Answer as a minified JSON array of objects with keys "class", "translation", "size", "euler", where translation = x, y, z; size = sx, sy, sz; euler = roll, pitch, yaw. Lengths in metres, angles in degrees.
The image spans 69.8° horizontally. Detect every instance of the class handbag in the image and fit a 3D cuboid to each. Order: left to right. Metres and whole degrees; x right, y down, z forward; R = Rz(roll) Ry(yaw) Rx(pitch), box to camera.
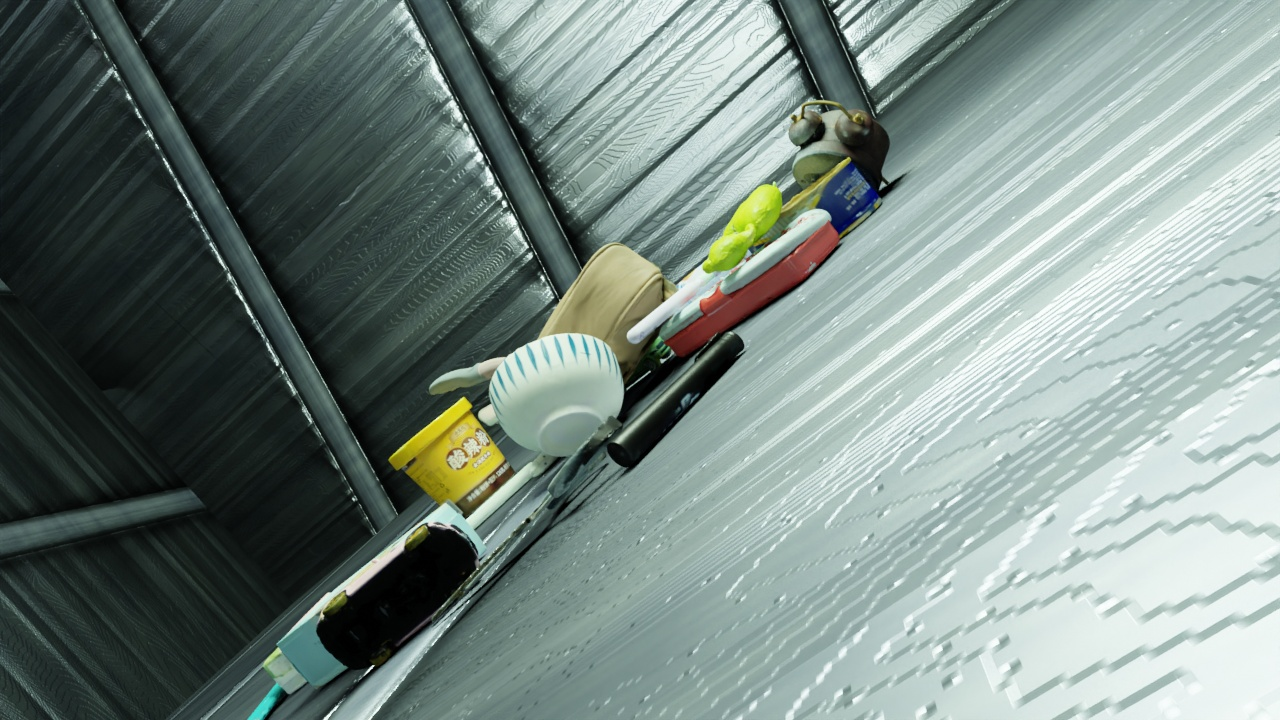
[{"class":"handbag","translation":[-0.043,-0.014,0.896],"size":[0.205,0.100,0.147],"euler":[-55,-7,23]}]

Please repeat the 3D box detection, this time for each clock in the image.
[{"class":"clock","translation":[0.181,-0.193,0.840],"size":[0.082,0.122,0.055],"euler":[9,67,36]}]

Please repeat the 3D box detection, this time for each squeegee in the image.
[{"class":"squeegee","translation":[-0.175,0.018,1.086],"size":[0.250,0.040,0.246],"euler":[-6,16,40]}]

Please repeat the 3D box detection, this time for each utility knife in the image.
[{"class":"utility knife","translation":[-0.340,0.311,0.868],"size":[0.029,0.013,0.186],"euler":[-38,6,1]}]

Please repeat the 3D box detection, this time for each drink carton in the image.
[{"class":"drink carton","translation":[-0.305,0.259,0.881],"size":[0.054,0.045,0.122],"euler":[-38,5,15]}]

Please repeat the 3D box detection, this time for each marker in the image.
[{"class":"marker","translation":[0.025,0.022,0.596],"size":[0.131,0.022,0.020],"euler":[-43,-27,-35]}]

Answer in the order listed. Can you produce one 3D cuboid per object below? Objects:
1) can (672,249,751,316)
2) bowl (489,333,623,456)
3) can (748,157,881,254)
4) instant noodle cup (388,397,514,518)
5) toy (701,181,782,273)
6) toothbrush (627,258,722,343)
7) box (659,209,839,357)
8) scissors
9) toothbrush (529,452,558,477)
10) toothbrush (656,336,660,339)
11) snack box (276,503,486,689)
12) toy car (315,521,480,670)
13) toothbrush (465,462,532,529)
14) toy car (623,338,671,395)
[{"class":"can","translation":[0.084,-0.084,0.982],"size":[0.135,0.053,0.053],"euler":[-40,4,8]},{"class":"bowl","translation":[-0.066,0.039,0.787],"size":[0.117,0.116,0.066],"euler":[-39,48,18]},{"class":"can","translation":[0.152,-0.125,0.830],"size":[0.074,0.049,0.148],"euler":[-43,5,-30]},{"class":"instant noodle cup","translation":[-0.225,0.125,1.120],"size":[0.118,0.114,0.118],"euler":[-39,4,3]},{"class":"toy","translation":[0.090,-0.112,0.782],"size":[0.100,0.031,0.097],"euler":[-50,8,-5]},{"class":"toothbrush","translation":[0.036,-0.060,0.846],"size":[0.021,0.029,0.188],"euler":[6,29,29]},{"class":"box","translation":[0.090,-0.068,0.807],"size":[0.086,0.047,0.202],"euler":[-43,4,-35]},{"class":"scissors","translation":[-0.068,0.100,0.588],"size":[0.160,0.014,0.177],"euler":[-52,-6,26]},{"class":"toothbrush","translation":[-0.066,0.070,0.961],"size":[0.187,0.016,0.017],"euler":[-47,-19,-51]},{"class":"toothbrush","translation":[-0.012,-0.001,1.171],"size":[0.225,0.026,0.027],"euler":[-35,28,57]},{"class":"snack box","translation":[-0.202,0.183,0.709],"size":[0.175,0.051,0.074],"euler":[-38,6,30]},{"class":"toy car","translation":[-0.161,0.156,0.615],"size":[0.122,0.056,0.037],"euler":[-40,11,3]},{"class":"toothbrush","translation":[-0.174,0.164,0.909],"size":[0.189,0.029,0.020],"euler":[-41,46,-20]},{"class":"toy car","translation":[-0.006,0.006,0.978],"size":[0.091,0.036,0.043],"euler":[-34,5,29]}]
